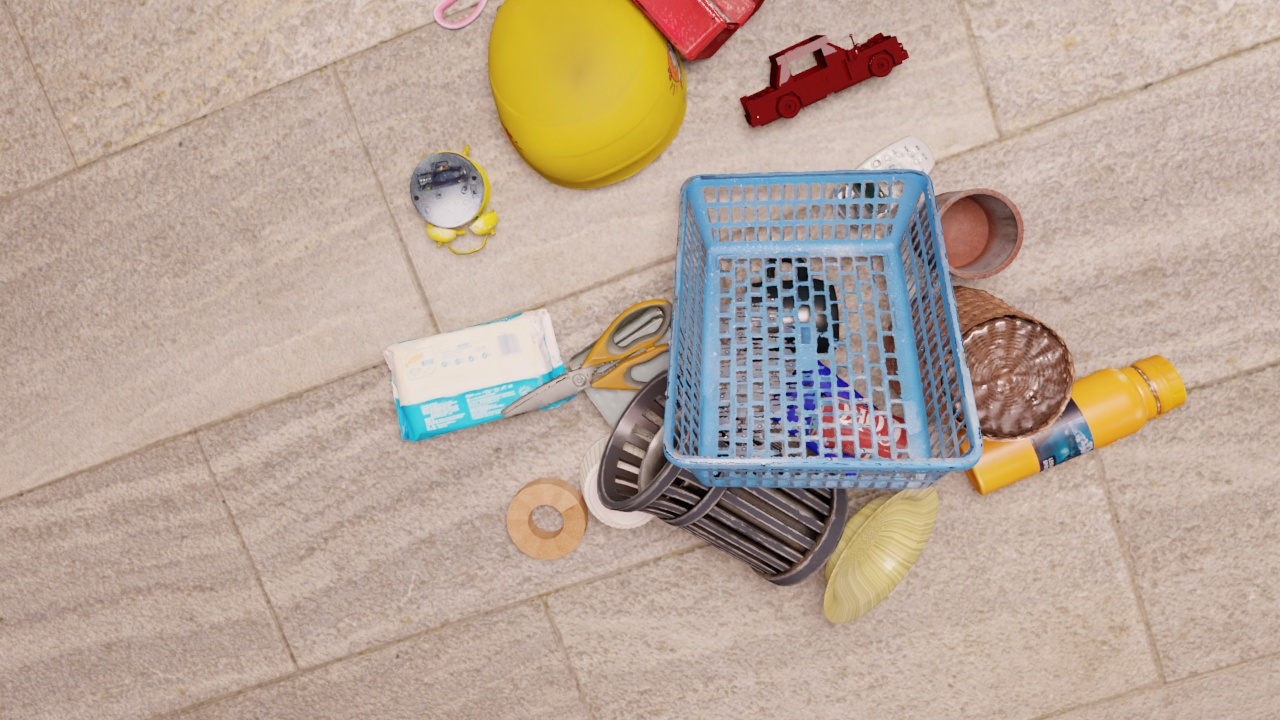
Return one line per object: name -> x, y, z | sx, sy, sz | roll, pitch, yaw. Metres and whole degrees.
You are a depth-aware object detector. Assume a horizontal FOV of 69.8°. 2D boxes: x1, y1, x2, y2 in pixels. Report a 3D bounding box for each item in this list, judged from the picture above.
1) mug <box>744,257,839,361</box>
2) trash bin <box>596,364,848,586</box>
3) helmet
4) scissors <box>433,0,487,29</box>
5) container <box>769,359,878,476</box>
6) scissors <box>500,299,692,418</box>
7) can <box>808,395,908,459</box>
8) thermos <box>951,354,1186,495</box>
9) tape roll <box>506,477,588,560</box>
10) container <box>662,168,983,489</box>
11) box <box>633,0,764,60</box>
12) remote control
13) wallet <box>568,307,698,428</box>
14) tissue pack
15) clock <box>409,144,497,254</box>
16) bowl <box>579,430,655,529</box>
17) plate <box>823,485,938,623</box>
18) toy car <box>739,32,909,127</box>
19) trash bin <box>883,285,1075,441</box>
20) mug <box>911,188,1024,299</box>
mug -> 0.163, -0.062, 1.005 | 0.094, 0.085, 0.121 | -4, 70, 4
trash bin -> 0.094, 0.132, 0.974 | 0.227, 0.164, 0.164 | 32, 101, -22
helmet -> -0.066, -0.301, 0.945 | 0.209, 0.139, 0.240 | -25, 96, 8
scissors -> -0.170, -0.446, 0.992 | 0.179, 0.016, 0.101 | -37, 95, 10
container -> 0.209, 0.062, 1.015 | 0.113, 0.085, 0.084 | 39, 99, -2
scissors -> -0.057, 0.004, 1.002 | 0.229, 0.016, 0.114 | -19, 106, 5
can -> 0.227, 0.072, 0.944 | 0.096, 0.054, 0.054 | 19, 100, 3
thermos -> 0.467, 0.070, 1.007 | 0.233, 0.091, 0.076 | -25, 68, 8
tape roll -> -0.110, 0.187, 1.089 | 0.094, 0.027, 0.094 | 1, 100, 4
container -> 0.160, -0.031, 0.872 | 0.257, 0.361, 0.089 | 0, 141, 7
box -> 0.039, -0.387, 0.930 | 0.157, 0.137, 0.126 | 44, 94, -3
remote control -> 0.264, -0.194, 0.994 | 0.114, 0.028, 0.060 | -37, 95, 10
wallet -> -0.006, 0.006, 1.041 | 0.132, 0.054, 0.100 | -35, 94, 13
tissue pack -> -0.184, 0.015, 1.047 | 0.209, 0.066, 0.117 | -13, 98, 5
clock -> -0.206, -0.176, 1.019 | 0.083, 0.057, 0.119 | -12, 98, 6
bowl -> -0.017, 0.143, 1.057 | 0.115, 0.062, 0.115 | 1, 100, 4
plate -> 0.255, 0.206, 1.020 | 0.036, 0.184, 0.184 | 37, 104, 40
toy car -> 0.185, -0.304, 0.960 | 0.170, 0.070, 0.062 | -23, 109, 8
trash bin -> 0.341, 0.007, 0.932 | 0.151, 0.210, 0.151 | 1, 100, 4
mug -> 0.331, -0.120, 0.964 | 0.096, 0.110, 0.123 | 32, 101, 4
